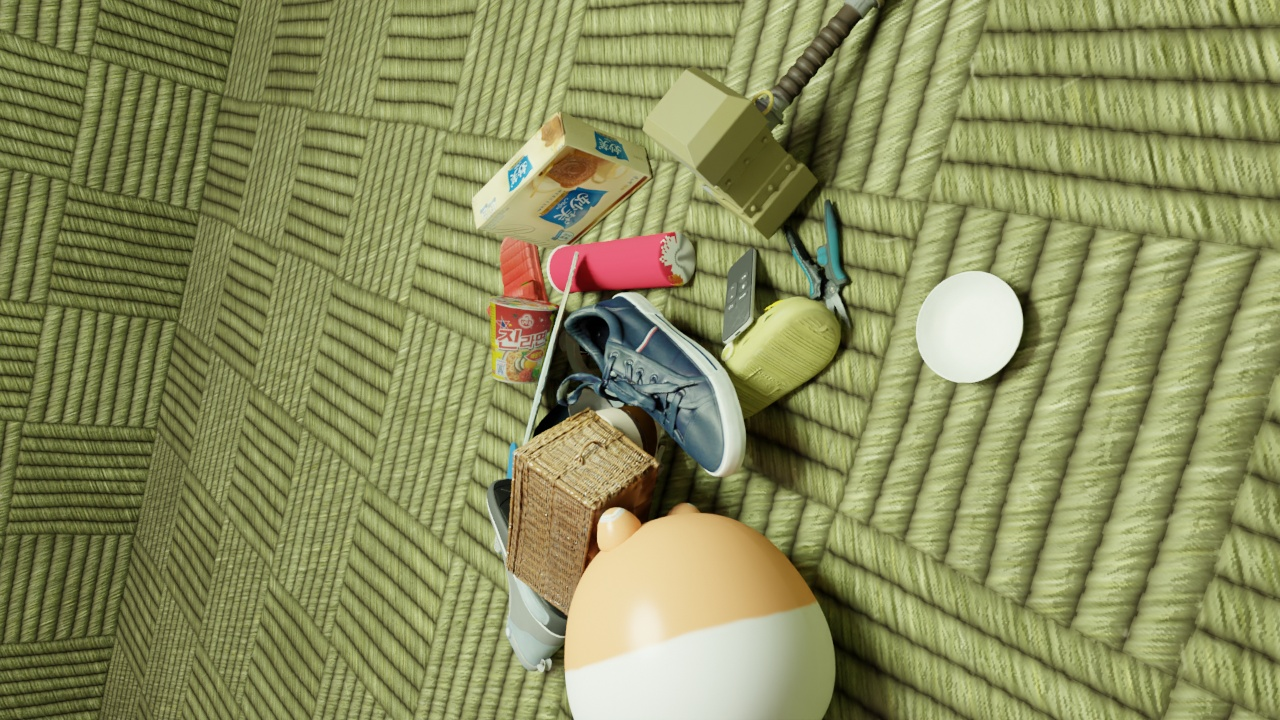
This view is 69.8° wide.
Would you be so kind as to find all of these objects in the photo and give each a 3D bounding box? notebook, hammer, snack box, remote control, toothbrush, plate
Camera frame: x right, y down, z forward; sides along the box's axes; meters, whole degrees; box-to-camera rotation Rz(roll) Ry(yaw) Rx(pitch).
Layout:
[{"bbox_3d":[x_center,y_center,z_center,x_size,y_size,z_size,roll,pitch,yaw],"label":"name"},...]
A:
[{"bbox_3d":[-0.123,0.006,1.208,0.180,0.009,0.254,-81,8,-51],"label":"notebook"},{"bbox_3d":[0.176,-0.310,0.971,0.325,0.190,0.100,-50,49,8],"label":"hammer"},{"bbox_3d":[-0.109,-0.235,1.250,0.208,0.153,0.055,-33,58,39],"label":"snack box"},{"bbox_3d":[0.112,-0.075,1.035,0.045,0.008,0.146,-44,22,34],"label":"remote control"},{"bbox_3d":[-0.203,0.207,1.384,0.016,0.014,0.166,1,84,47],"label":"toothbrush"},{"bbox_3d":[0.310,-0.030,0.856,0.104,0.026,0.104,-9,78,46],"label":"plate"}]

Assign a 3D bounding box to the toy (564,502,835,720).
[{"bbox_3d":[0.048,0.279,0.912,0.266,0.262,0.280,-30,68,32],"label":"toy"}]

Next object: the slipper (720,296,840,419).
[{"bbox_3d":[0.138,-0.008,1.010,0.191,0.091,0.081,-45,29,34],"label":"slipper"}]

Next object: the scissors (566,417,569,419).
[{"bbox_3d":[-0.050,0.112,1.170,0.125,0.131,0.011,-24,32,10],"label":"scissors"}]

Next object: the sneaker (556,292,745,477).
[{"bbox_3d":[-0.001,0.029,1.010,0.294,0.127,0.121,48,136,41],"label":"sneaker"}]

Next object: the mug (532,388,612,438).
[{"bbox_3d":[-0.078,0.111,1.224,0.121,0.085,0.095,52,126,5],"label":"mug"}]

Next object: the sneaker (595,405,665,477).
[{"bbox_3d":[-0.022,0.182,1.147,0.112,0.116,0.294,25,121,40],"label":"sneaker"}]

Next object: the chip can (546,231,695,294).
[{"bbox_3d":[-0.029,-0.126,1.208,0.221,0.069,0.069,1,84,47],"label":"chip can"}]

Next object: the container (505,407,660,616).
[{"bbox_3d":[-0.066,0.169,1.003,0.113,0.113,0.199,33,132,29],"label":"container"}]

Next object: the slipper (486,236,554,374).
[{"bbox_3d":[-0.189,-0.088,1.384,0.104,0.059,0.248,-31,61,40],"label":"slipper"}]

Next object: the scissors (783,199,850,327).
[{"bbox_3d":[0.195,-0.107,1.000,0.119,0.019,0.151,19,100,46],"label":"scissors"}]

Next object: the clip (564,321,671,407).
[{"bbox_3d":[-0.002,0.004,1.159,0.165,0.031,0.169,-33,95,19],"label":"clip"}]

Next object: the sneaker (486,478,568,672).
[{"bbox_3d":[-0.167,0.300,1.286,0.256,0.093,0.161,56,131,38],"label":"sneaker"}]

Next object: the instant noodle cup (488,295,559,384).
[{"bbox_3d":[-0.168,-0.028,1.287,0.100,0.100,0.112,17,103,47],"label":"instant noodle cup"}]

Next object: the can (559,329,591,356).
[{"bbox_3d":[-0.068,-0.022,1.225,0.032,0.080,0.031,-10,76,46],"label":"can"}]
